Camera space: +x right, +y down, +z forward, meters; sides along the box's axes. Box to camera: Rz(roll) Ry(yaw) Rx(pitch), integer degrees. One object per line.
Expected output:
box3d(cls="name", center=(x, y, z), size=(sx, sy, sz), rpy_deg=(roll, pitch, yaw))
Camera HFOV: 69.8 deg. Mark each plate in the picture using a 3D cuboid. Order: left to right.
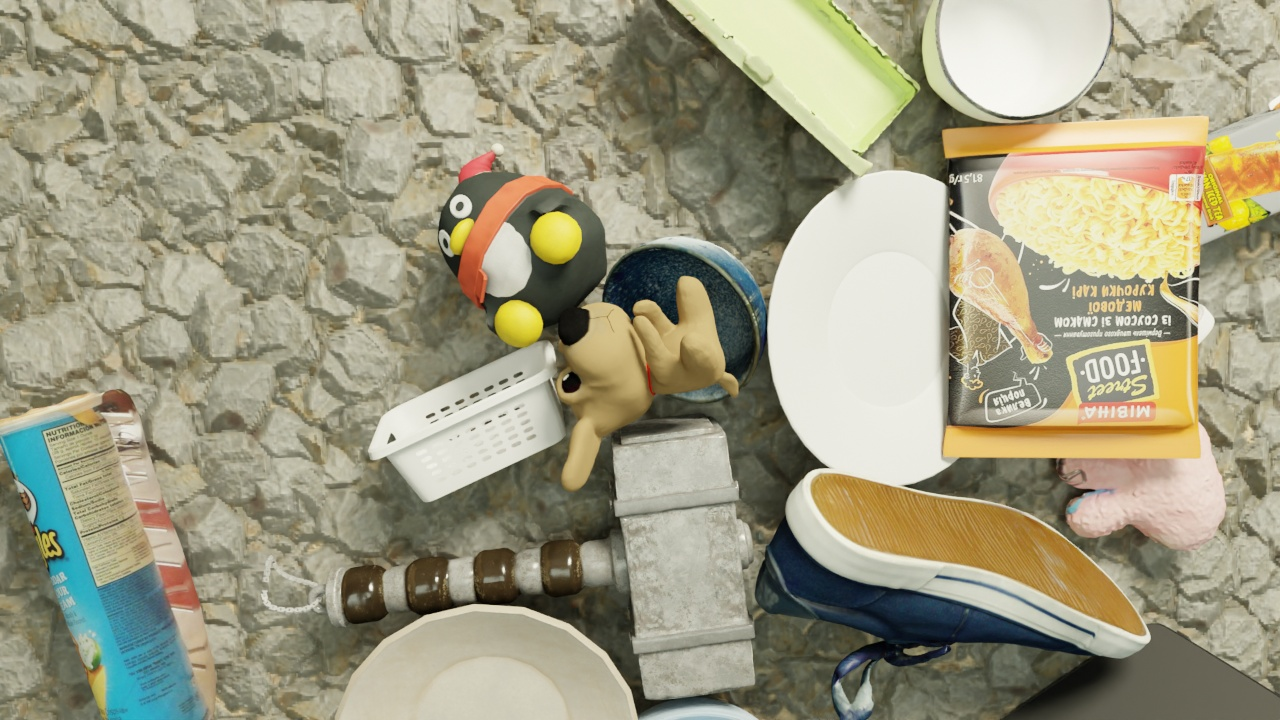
box3d(cls="plate", center=(-0.096, 0.238, 0.581), size=(0.188, 0.027, 0.189), rpy_deg=(-1, 101, -4))
box3d(cls="plate", center=(0.169, -0.021, 0.614), size=(0.208, 0.015, 0.208), rpy_deg=(-1, 94, -26))

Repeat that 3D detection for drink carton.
box3d(cls="drink carton", center=(0.409, -0.128, 0.627), size=(0.125, 0.048, 0.076), rpy_deg=(-23, 97, 0))

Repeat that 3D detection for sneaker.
box3d(cls="sneaker", center=(0.205, 0.168, 0.615), size=(0.294, 0.120, 0.127), rpy_deg=(16, 122, -19))

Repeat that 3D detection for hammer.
box3d(cls="hammer", center=(-0.087, 0.145, 0.616), size=(0.326, 0.079, 0.177), rpy_deg=(-7, 96, -1))

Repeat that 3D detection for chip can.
box3d(cls="chip can", center=(-0.343, 0.135, 0.604), size=(0.080, 0.080, 0.229), rpy_deg=(-15, 97, -1))

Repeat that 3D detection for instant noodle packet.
box3d(cls="instant noodle packet", center=(0.284, -0.045, 0.604), size=(0.160, 0.032, 0.221), rpy_deg=(-1, 94, 10))

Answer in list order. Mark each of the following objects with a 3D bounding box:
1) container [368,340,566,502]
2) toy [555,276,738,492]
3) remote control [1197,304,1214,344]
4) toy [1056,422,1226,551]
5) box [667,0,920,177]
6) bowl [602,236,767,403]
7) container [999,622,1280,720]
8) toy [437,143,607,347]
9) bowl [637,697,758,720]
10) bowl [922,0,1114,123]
box3d(cls="container", center=(-0.107, 0.042, 0.607), size=(0.129, 0.080, 0.049), rpy_deg=(-25, 108, 0))
box3d(cls="toy", center=(-0.003, 0.003, 0.559), size=(0.108, 0.134, 0.106), rpy_deg=(-16, 134, 15))
box3d(cls="remote control", center=(0.342, 0.012, 0.641), size=(0.136, 0.043, 0.013), rpy_deg=(-45, 96, 2))
box3d(cls="toy", center=(0.351, 0.085, 0.648), size=(0.105, 0.053, 0.108), rpy_deg=(-12, 97, 9))
box3d(cls="box", center=(0.086, -0.203, 0.598), size=(0.188, 0.064, 0.130), rpy_deg=(40, 51, -8))
box3d(cls="bowl", center=(0.038, -0.035, 0.604), size=(0.114, 0.060, 0.114), rpy_deg=(20, 130, 26))
box3d(cls="container", center=(0.338, 0.310, 0.612), size=(0.241, 0.163, 0.130), rpy_deg=(-34, 97, 1))
box3d(cls="toy", center=(-0.082, -0.077, 0.587), size=(0.119, 0.099, 0.098), rpy_deg=(34, 114, 17))
box3d(cls="bowl", center=(0.037, 0.299, 0.640), size=(0.150, 0.074, 0.150), rpy_deg=(0, 96, -2))
box3d(cls="bowl", center=(0.237, -0.210, 0.601), size=(0.116, 0.065, 0.116), rpy_deg=(0, 96, -3))
